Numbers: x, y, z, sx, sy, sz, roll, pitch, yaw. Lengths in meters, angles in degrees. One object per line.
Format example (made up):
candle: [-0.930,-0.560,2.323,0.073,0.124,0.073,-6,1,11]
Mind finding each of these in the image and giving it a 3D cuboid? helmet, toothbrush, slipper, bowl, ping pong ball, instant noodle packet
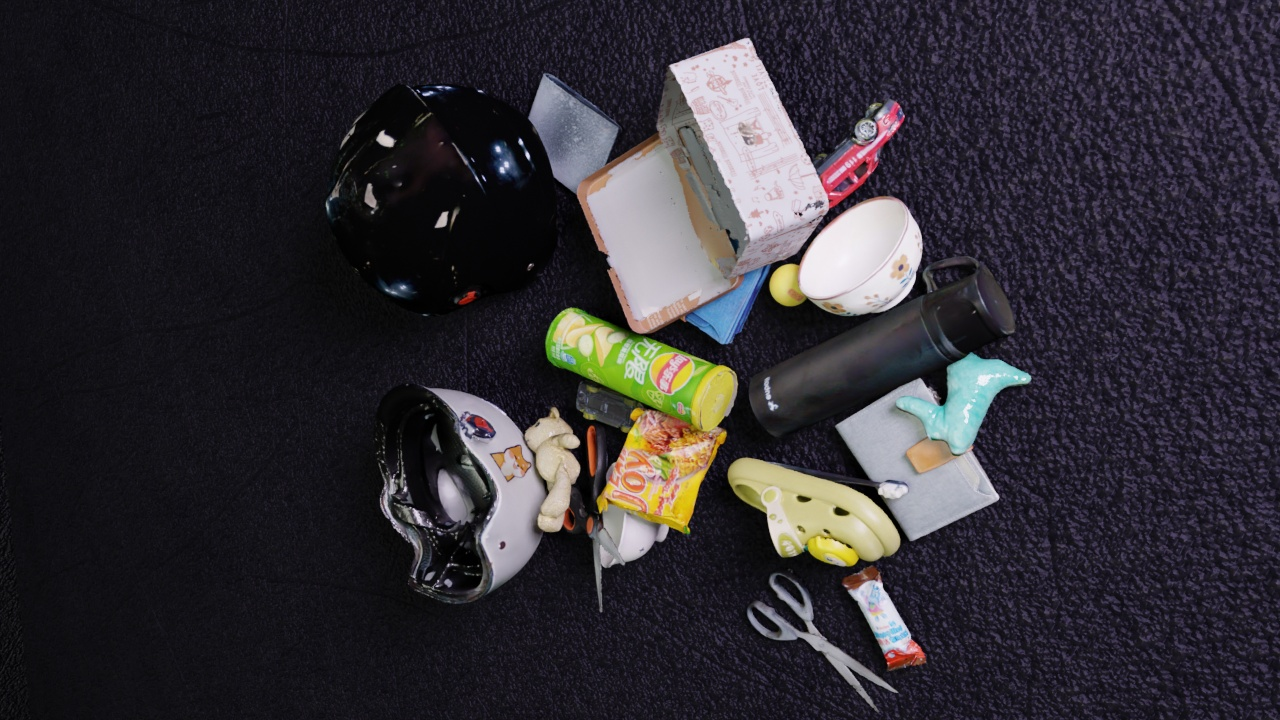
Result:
helmet: [-0.231,-0.177,1.016,0.275,0.230,0.233,-42,74,13]
toothbrush: [0.181,0.116,0.900,0.181,0.018,0.016,3,116,51]
slipper: [0.158,0.158,0.897,0.191,0.081,0.091,19,158,40]
bowl: [-0.004,0.177,1.040,0.118,0.064,0.118,-173,91,-74]
ping pong ball: [0.144,-0.072,0.880,0.040,0.040,0.040,11,109,35]
bowl: [0.201,-0.082,0.805,0.062,0.113,0.114,38,134,-26]
helmet: [-0.209,0.154,1.143,0.231,0.156,0.274,-41,66,40]
instant noodle packet: [0.020,0.114,0.971,0.111,0.128,0.044,14,151,20]

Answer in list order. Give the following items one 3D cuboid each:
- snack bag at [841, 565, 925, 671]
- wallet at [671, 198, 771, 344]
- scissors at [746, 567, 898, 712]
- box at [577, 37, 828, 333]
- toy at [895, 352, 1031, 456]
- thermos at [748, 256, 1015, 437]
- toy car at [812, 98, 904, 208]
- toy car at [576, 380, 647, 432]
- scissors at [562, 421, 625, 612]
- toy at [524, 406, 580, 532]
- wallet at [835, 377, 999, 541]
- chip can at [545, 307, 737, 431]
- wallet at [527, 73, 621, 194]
snack bag: [0.241,0.256,0.908,0.045,0.026,0.105,-36,78,42]
wallet: [0.060,-0.092,0.943,0.133,0.040,0.107,36,117,25]
scissors: [0.186,0.297,0.974,0.166,0.014,0.163,-11,98,37]
box: [0.055,-0.155,0.870,0.273,0.130,0.179,-36,73,53]
toy: [0.276,0.035,0.798,0.096,0.030,0.092,23,87,29]
thermos: [0.212,-0.011,0.838,0.243,0.068,0.089,-30,52,37]
toy car: [0.186,-0.179,0.811,0.045,0.052,0.121,41,133,-4]
toy car: [-0.031,0.051,1.053,0.090,0.035,0.042,19,115,26]
scissors: [-0.054,0.177,1.052,0.225,0.021,0.220,144,132,-61]
toy: [-0.103,0.128,1.073,0.157,0.066,0.105,-98,14,-47]
wallet: [0.254,0.091,0.845,0.107,0.036,0.129,-39,79,39]
chip can: [-0.006,0.006,0.997,0.221,0.072,0.073,23,116,32]
wallet: [-0.080,-0.246,1.019,0.121,0.019,0.097,40,126,20]
